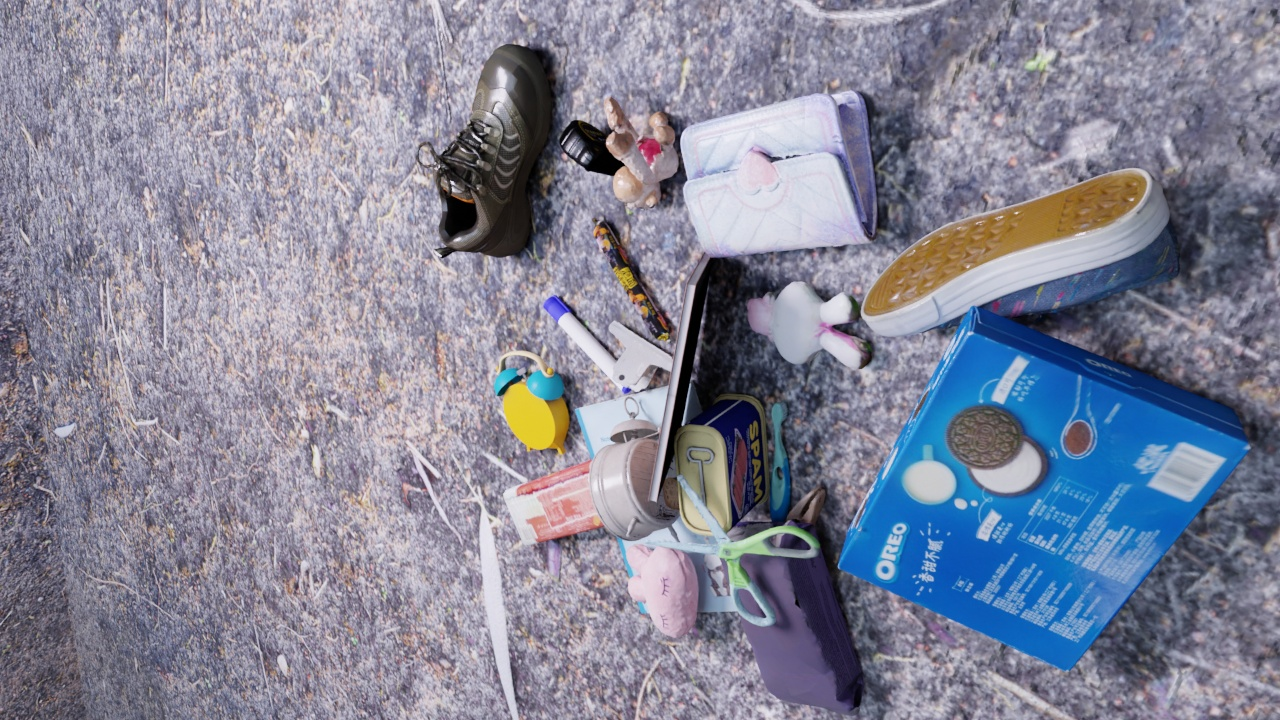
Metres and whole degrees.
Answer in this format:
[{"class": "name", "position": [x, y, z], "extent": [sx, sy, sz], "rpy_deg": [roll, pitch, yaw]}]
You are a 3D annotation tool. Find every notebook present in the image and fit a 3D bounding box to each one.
[{"class": "notebook", "position": [0.027, 0.158, 1.008], "extent": [0.182, 0.009, 0.253], "rpy_deg": [-16, 93, 43]}, {"class": "notebook", "position": [0.040, 0.010, 0.860], "extent": [0.008, 0.141, 0.209], "rpy_deg": [12, 111, 7]}]

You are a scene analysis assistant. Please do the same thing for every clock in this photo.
[{"class": "clock", "position": [-0.127, 0.049, 1.085], "extent": [0.099, 0.043, 0.130], "rpy_deg": [1, 112, 41]}, {"class": "clock", "position": [0.001, 0.110, 0.953], "extent": [0.061, 0.103, 0.156], "rpy_deg": [-23, 62, 36]}]

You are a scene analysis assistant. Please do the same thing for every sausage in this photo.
[{"class": "sausage", "position": [-0.011, -0.083, 0.953], "extent": [0.020, 0.020, 0.155], "rpy_deg": [-37, 79, 42]}]

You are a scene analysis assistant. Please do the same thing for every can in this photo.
[{"class": "can", "position": [0.079, 0.101, 0.882], "extent": [0.057, 0.092, 0.116], "rpy_deg": [2, 106, 30]}]

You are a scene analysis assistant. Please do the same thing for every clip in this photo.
[{"class": "clip", "position": [0.161, 0.148, 0.880], "extent": [0.059, 0.026, 0.052], "rpy_deg": [-19, 94, 43]}, {"class": "clip", "position": [-0.005, 0.003, 0.959], "extent": [0.102, 0.045, 0.055], "rpy_deg": [33, 90, 29]}]

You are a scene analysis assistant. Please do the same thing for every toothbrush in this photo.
[{"class": "toothbrush", "position": [0.136, 0.102, 0.893], "extent": [0.022, 0.017, 0.135], "rpy_deg": [13, 115, 37]}]

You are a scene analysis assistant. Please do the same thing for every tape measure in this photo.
[{"class": "tape measure", "position": [-0.052, -0.211, 0.917], "extent": [0.034, 0.061, 0.061], "rpy_deg": [-49, 68, 23]}]

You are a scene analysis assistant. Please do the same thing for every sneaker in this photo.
[{"class": "sneaker", "position": [0.278, -0.063, 0.686], "extent": [0.079, 0.087, 0.236], "rpy_deg": [42, 141, -23]}, {"class": "sneaker", "position": [-0.183, -0.216, 0.974], "extent": [0.101, 0.142, 0.238], "rpy_deg": [30, 121, 31]}]

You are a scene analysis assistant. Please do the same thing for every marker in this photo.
[{"class": "marker", "position": [-0.056, -0.019, 1.015], "extent": [0.141, 0.020, 0.020], "rpy_deg": [46, 129, 20]}]

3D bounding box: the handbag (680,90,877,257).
[{"class": "handbag", "position": [0.117, -0.154, 0.788], "extent": [0.159, 0.069, 0.126], "rpy_deg": [-1, 105, 38]}]

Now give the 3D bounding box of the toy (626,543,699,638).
[{"class": "toy", "position": [0.022, 0.244, 1.002], "extent": [0.105, 0.053, 0.108], "rpy_deg": [15, 116, 53]}]

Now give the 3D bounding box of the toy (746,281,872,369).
[{"class": "toy", "position": [0.148, -0.034, 0.821], "extent": [0.123, 0.037, 0.079], "rpy_deg": [14, 125, 37]}]

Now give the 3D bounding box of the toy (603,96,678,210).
[{"class": "toy", "position": [-0.003, -0.192, 0.885], "extent": [0.085, 0.074, 0.106], "rpy_deg": [-113, 15, -45]}]

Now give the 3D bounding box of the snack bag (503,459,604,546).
[{"class": "snack bag", "position": [-0.080, 0.163, 1.074], "extent": [0.226, 0.041, 0.077], "rpy_deg": [-24, 87, 46]}]

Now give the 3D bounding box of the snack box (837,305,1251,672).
[{"class": "snack box", "position": [0.286, 0.102, 0.689], "extent": [0.195, 0.056, 0.239], "rpy_deg": [24, 122, 8]}]

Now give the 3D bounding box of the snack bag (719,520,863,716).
[{"class": "snack bag", "position": [0.144, 0.252, 0.896], "extent": [0.097, 0.058, 0.205], "rpy_deg": [-11, 104, 42]}]

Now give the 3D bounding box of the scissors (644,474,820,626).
[{"class": "scissors", "position": [0.082, 0.179, 0.844], "extent": [0.172, 0.023, 0.172], "rpy_deg": [-2, 118, 28]}]
